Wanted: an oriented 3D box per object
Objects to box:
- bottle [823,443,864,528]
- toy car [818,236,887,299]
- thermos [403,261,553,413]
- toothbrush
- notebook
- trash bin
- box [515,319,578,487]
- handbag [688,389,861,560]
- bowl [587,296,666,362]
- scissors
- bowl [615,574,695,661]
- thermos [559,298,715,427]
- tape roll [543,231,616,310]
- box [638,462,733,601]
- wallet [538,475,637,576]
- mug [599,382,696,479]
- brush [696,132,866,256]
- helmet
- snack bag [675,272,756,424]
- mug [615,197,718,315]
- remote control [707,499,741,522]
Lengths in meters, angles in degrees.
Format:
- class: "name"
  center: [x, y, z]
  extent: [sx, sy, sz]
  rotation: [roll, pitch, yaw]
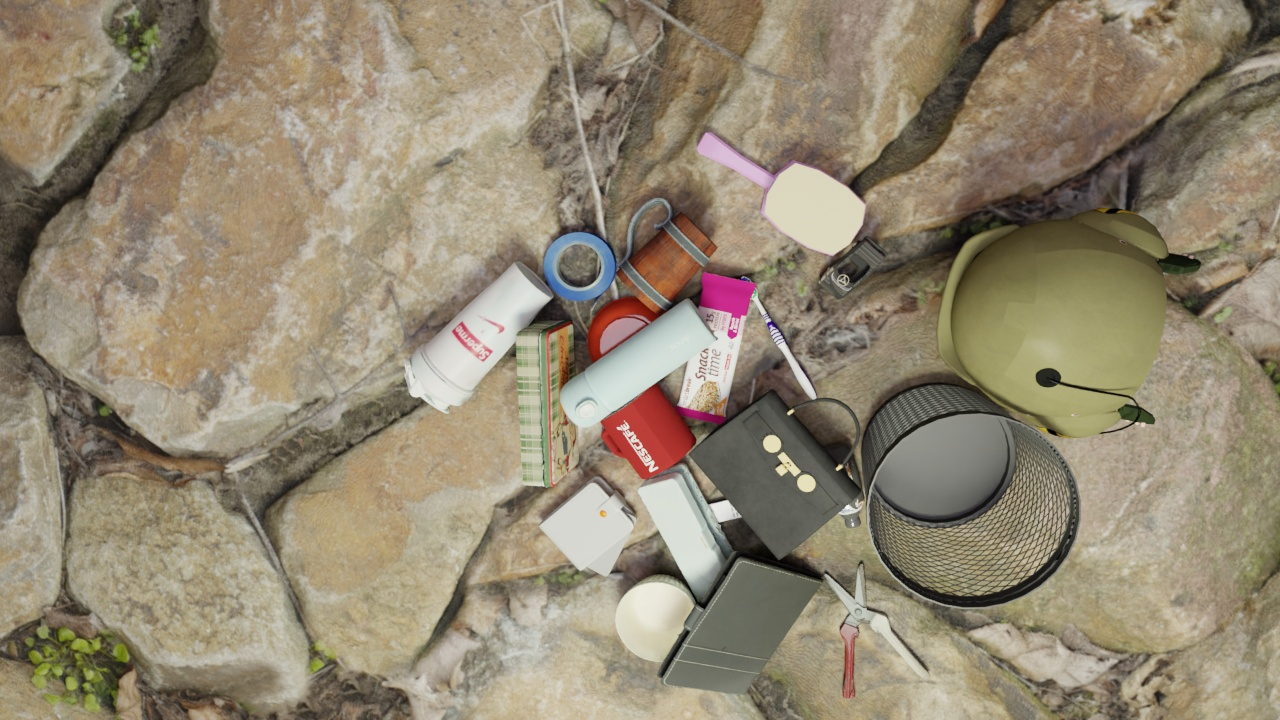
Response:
- class: "bottle"
  center: [0.264, 0.164, 1.194]
  extent: [0.047, 0.047, 0.112]
  rotation: [-16, 98, 11]
- class: "toy car"
  center: [0.260, -0.112, 1.131]
  extent: [0.040, 0.037, 0.093]
  rotation: [40, 136, -2]
- class: "thermos"
  center: [-0.216, -0.032, 1.204]
  extent: [0.099, 0.099, 0.220]
  rotation: [44, 99, -2]
- class: "toothbrush"
  center: [0.179, -0.028, 1.184]
  extent: [0.015, 0.016, 0.186]
  rotation: [-30, 95, 18]
- class: "notebook"
  center: [0.130, 0.355, 1.222]
  extent: [0.169, 0.029, 0.209]
  rotation: [22, 103, -32]
- class: "trash bin"
  center: [0.367, 0.141, 1.081]
  extent: [0.218, 0.227, 0.218]
  rotation: [2, 101, 8]
- class: "box"
  center: [-0.120, 0.054, 1.194]
  extent: [0.050, 0.117, 0.205]
  rotation: [0, 99, 10]
- class: "handbag"
  center: [0.193, 0.118, 1.139]
  extent: [0.176, 0.072, 0.196]
  rotation: [49, 124, 4]
- class: "bowl"
  center: [-0.013, -0.021, 1.203]
  extent: [0.122, 0.035, 0.122]
  rotation: [2, 101, 8]
- class: "scissors"
  center: [0.314, 0.377, 1.245]
  extent: [0.179, 0.015, 0.199]
  rotation: [19, 103, 6]
- class: "bowl"
  center: [0.027, 0.345, 1.256]
  extent: [0.115, 0.062, 0.115]
  rotation: [2, 101, 8]
- class: "thermos"
  center: [-0.007, 0.007, 1.150]
  extent: [0.207, 0.077, 0.065]
  rotation: [-35, 110, 9]
- class: "tape roll"
  center: [-0.079, -0.123, 1.202]
  extent: [0.093, 0.016, 0.091]
  rotation: [32, 104, 1]
- class: "box"
  center: [0.069, 0.239, 1.233]
  extent: [0.083, 0.067, 0.199]
  rotation: [-28, 100, 8]
- class: "wallet"
  center: [-0.060, 0.234, 1.260]
  extent: [0.119, 0.037, 0.115]
  rotation: [-41, 93, 17]
- class: "mug"
  center: [0.001, 0.098, 1.207]
  extent: [0.117, 0.080, 0.096]
  rotation: [-32, 96, 42]
- class: "brush"
  center: [0.171, -0.214, 1.134]
  extent: [0.228, 0.043, 0.089]
  rotation: [32, 104, 1]
- class: "helmet"
  center: [0.450, -0.048, 1.007]
  extent: [0.233, 0.255, 0.250]
  rotation: [11, 99, 2]
- class: "snack bag"
  center: [0.095, -0.013, 1.191]
  extent: [0.070, 0.016, 0.197]
  rotation: [14, 109, 8]
- class: "mug"
  center: [0.024, -0.137, 1.160]
  extent: [0.111, 0.081, 0.117]
  rotation: [-46, 74, 10]
- class: "remote control"
  center: [0.153, 0.191, 1.233]
  extent: [0.124, 0.011, 0.028]
  rotation: [-15, 98, 11]
